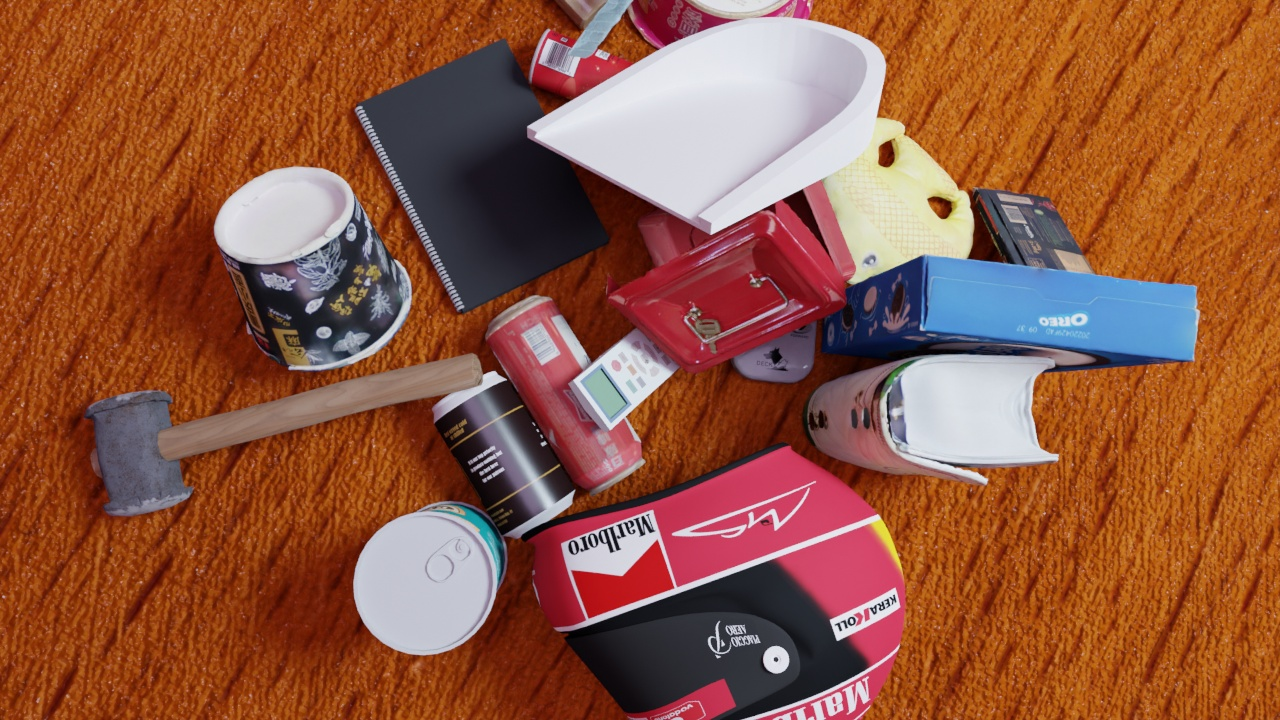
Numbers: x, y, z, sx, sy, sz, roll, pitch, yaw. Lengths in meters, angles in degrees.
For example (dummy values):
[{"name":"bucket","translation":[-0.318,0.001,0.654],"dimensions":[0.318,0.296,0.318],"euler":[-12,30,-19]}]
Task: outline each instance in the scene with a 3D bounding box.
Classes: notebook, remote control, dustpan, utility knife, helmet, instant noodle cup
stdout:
[{"name":"notebook","translation":[-0.141,-0.165,0.816],"dimensions":[0.149,0.016,0.206],"euler":[-27,87,-8]},{"name":"remote control","translation":[-0.005,0.004,0.774],"dimensions":[0.049,0.024,0.143],"euler":[54,48,-5]},{"name":"dustpan","translation":[0.073,-0.201,0.708],"dimensions":[0.257,0.053,0.191],"euler":[-30,49,-34]},{"name":"utility knife","translation":[0.009,-0.338,0.768],"dimensions":[0.031,0.015,0.224],"euler":[35,80,2]},{"name":"remote control","translation":[0.123,-0.056,0.825],"dimensions":[0.074,0.019,0.151],"euler":[6,84,-4]},{"name":"helmet","translation":[0.070,0.196,0.706],"dimensions":[0.271,0.198,0.224],"euler":[-19,79,-7]},{"name":"instant noodle cup","translation":[0.079,-0.357,0.821],"dimensions":[0.178,0.078,0.178],"euler":[0,85,-5]},{"name":"instant noodle cup","translation":[-0.262,-0.078,0.722],"dimensions":[0.137,0.112,0.137],"euler":[-3,52,3]}]

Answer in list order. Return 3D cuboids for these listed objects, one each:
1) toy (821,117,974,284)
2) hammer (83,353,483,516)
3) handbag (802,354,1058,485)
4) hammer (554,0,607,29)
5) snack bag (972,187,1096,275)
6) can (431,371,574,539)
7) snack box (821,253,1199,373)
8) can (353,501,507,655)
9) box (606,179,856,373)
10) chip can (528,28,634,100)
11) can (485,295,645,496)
[{"name":"toy","translation":[0.224,-0.132,0.822],"dimensions":[0.170,0.065,0.154],"euler":[46,71,-7]},{"name":"hammer","translation":[-0.287,0.044,0.739],"dimensions":[0.328,0.052,0.098],"euler":[-15,85,4]},{"name":"handbag","translation":[0.223,0.048,0.735],"dimensions":[0.142,0.198,0.096],"euler":[-1,86,-4]},{"name":"hammer","translation":[-0.155,-0.426,0.825],"dimensions":[0.323,0.051,0.117],"euler":[45,83,-2]},{"name":"snack bag","translation":[0.348,-0.103,0.804],"dimensions":[0.074,0.018,0.154],"euler":[6,43,-5]},{"name":"can","translation":[-0.114,0.079,0.766],"dimensions":[0.072,0.072,0.128],"euler":[-32,88,-7]},{"name":"snack box","translation":[0.270,-0.029,0.725],"dimensions":[0.195,0.239,0.056],"euler":[6,87,-4]},{"name":"can","translation":[-0.158,0.164,0.717],"dimensions":[0.099,0.144,0.099],"euler":[0,84,-5]},{"name":"box","translation":[0.079,-0.090,0.757],"dimensions":[0.158,0.155,0.147],"euler":[-24,128,28]},{"name":"chip can","translation":[0.009,-0.230,0.816],"dimensions":[0.214,0.052,0.051],"euler":[21,83,-2]},{"name":"can","translation":[-0.063,0.029,0.777],"dimensions":[0.067,0.067,0.170],"euler":[-32,88,-7]}]
